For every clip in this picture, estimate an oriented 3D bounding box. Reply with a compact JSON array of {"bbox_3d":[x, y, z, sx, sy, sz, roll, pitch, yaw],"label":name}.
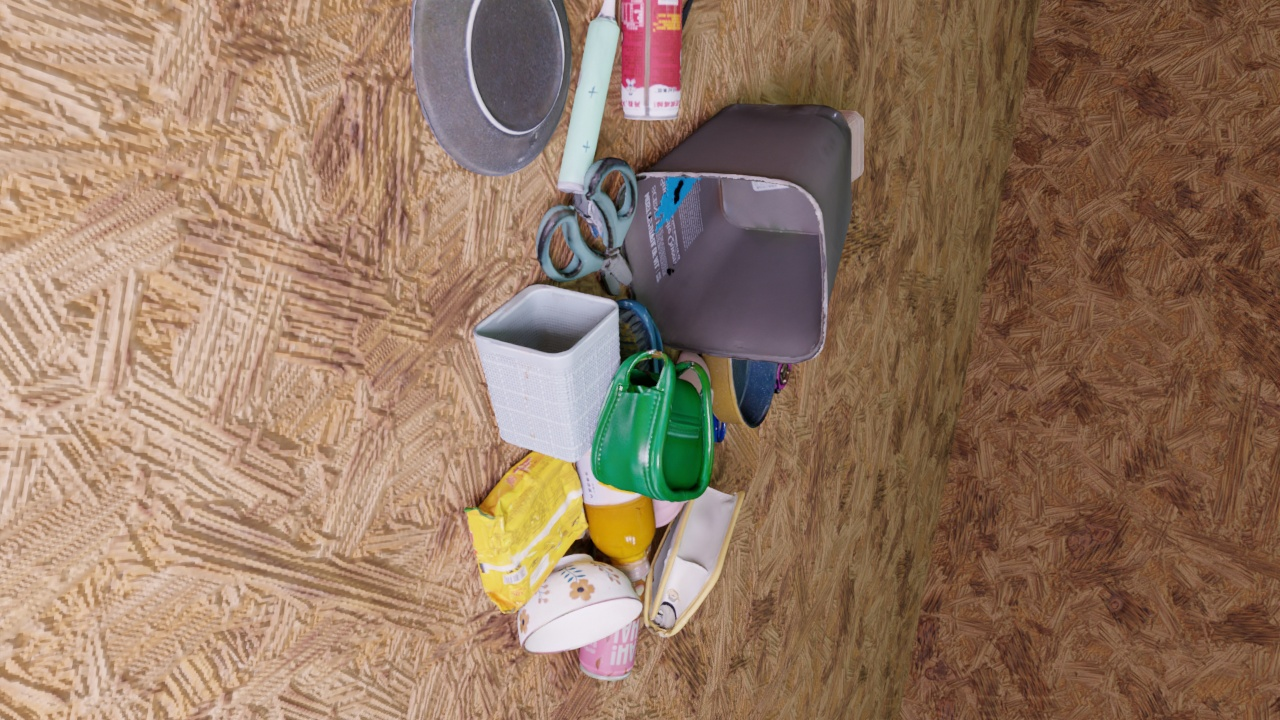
[{"bbox_3d":[-0.040,-0.130,0.812,0.025,0.032,0.057,-65,152,-12],"label":"clip"}]

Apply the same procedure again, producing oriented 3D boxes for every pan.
[{"bbox_3d":[0.160,-0.080,1.124,0.198,0.078,0.356,66,35,-47],"label":"pan"}]

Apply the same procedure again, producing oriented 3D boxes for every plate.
[{"bbox_3d":[-0.097,-0.224,0.670,0.179,0.024,0.180,-30,126,-55],"label":"plate"},{"bbox_3d":[0.044,0.085,0.959,0.192,0.039,0.192,14,89,-81],"label":"plate"}]

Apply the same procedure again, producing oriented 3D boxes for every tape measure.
[{"bbox_3d":[0.181,0.013,1.239,0.058,0.039,0.057,48,59,-56],"label":"tape measure"}]

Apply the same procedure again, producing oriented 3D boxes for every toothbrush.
[{"bbox_3d":[-0.036,-0.250,0.767,0.026,0.027,0.224,-165,-94,-82],"label":"toothbrush"},{"bbox_3d":[0.041,-0.324,0.891,0.180,0.018,0.015,-67,152,-17],"label":"toothbrush"}]

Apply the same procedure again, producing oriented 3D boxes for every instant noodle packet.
[{"bbox_3d":[-0.096,0.138,0.784,0.128,0.044,0.111,-44,131,-50],"label":"instant noodle packet"}]

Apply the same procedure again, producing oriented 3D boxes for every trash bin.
[{"bbox_3d":[0.111,-0.142,0.918,0.219,0.199,0.199,-59,148,-45],"label":"trash bin"}]

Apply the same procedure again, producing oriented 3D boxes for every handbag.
[{"bbox_3d":[0.018,0.054,0.763,0.131,0.068,0.120,12,89,-65],"label":"handbag"},{"bbox_3d":[0.041,0.228,1.012,0.179,0.063,0.163,-64,176,33],"label":"handbag"}]

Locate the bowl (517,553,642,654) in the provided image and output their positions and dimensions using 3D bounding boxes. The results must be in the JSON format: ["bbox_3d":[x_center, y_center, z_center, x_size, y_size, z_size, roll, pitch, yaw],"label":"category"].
[{"bbox_3d":[-0.061,0.216,0.835,0.113,0.113,0.062,40,24,-58],"label":"bowl"}]

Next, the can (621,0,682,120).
[{"bbox_3d":[0.010,-0.282,0.808,0.053,0.053,0.133,-30,126,-54],"label":"can"}]

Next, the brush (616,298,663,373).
[{"bbox_3d":[-0.005,0.005,0.885,0.073,0.055,0.144,-42,135,-47],"label":"brush"}]

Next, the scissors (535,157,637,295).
[{"bbox_3d":[-0.026,-0.112,0.810,0.143,0.019,0.180,-54,154,0],"label":"scissors"}]

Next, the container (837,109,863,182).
[{"bbox_3d":[0.220,-0.258,1.163,0.110,0.090,0.090,-42,135,-43],"label":"container"}]

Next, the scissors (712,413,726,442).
[{"bbox_3d":[0.091,0.028,1.114,0.132,0.012,0.172,27,75,-59],"label":"scissors"}]

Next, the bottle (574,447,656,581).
[{"bbox_3d":[-0.024,0.114,0.851,0.067,0.068,0.190,-32,118,-53],"label":"bottle"}]

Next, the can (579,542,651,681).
[{"bbox_3d":[-0.026,0.244,0.932,0.057,0.058,0.147,-4,104,-60],"label":"can"}]

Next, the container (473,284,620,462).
[{"bbox_3d":[-0.070,0.012,0.743,0.089,0.090,0.112,-45,141,-45],"label":"container"}]
